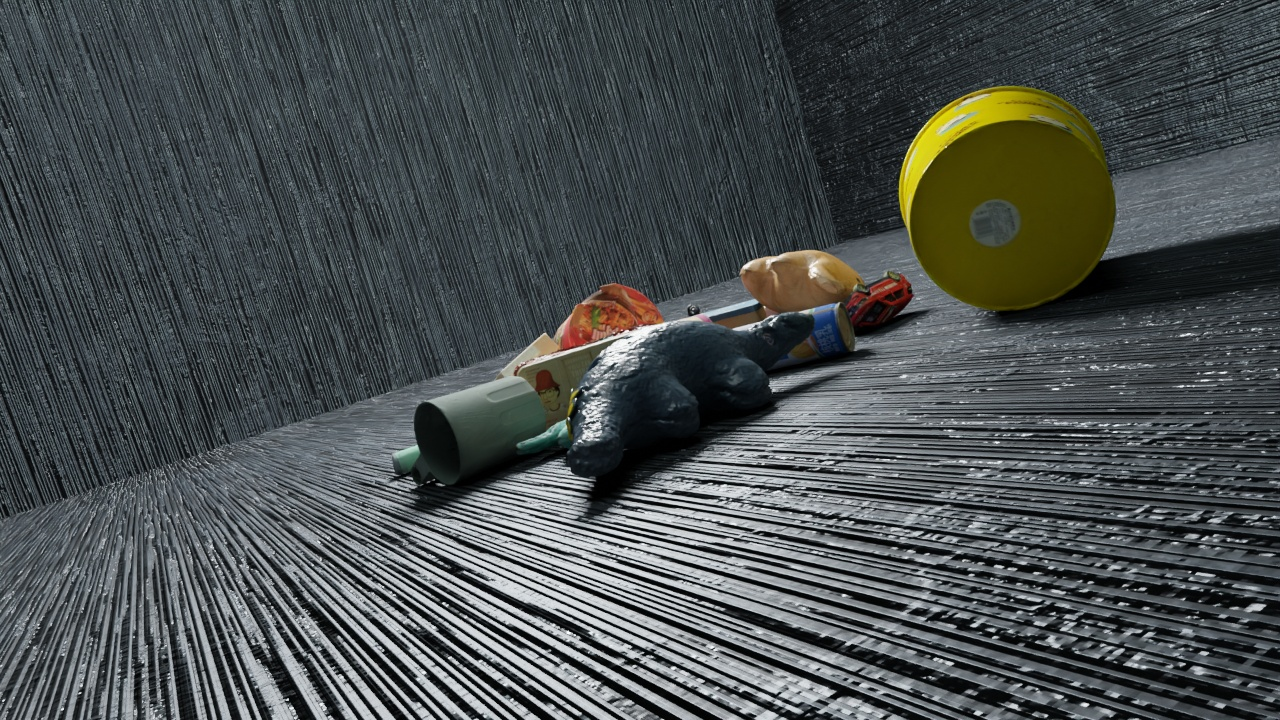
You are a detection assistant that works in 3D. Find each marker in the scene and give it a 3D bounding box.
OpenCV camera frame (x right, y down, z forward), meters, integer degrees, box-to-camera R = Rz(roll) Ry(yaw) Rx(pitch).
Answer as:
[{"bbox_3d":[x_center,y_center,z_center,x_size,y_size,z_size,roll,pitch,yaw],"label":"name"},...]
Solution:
[{"bbox_3d":[0.081,-0.053,1.403,0.018,0.022,0.131,-32,-18,-9],"label":"marker"}]

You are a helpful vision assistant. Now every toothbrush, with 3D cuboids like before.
[{"bbox_3d":[-0.178,0.084,1.066,0.224,0.027,0.026,-19,2,-18],"label":"toothbrush"}]

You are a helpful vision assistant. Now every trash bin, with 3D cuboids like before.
[{"bbox_3d":[0.388,-0.170,0.978,0.230,0.229,0.254,-14,12,23],"label":"trash bin"}]

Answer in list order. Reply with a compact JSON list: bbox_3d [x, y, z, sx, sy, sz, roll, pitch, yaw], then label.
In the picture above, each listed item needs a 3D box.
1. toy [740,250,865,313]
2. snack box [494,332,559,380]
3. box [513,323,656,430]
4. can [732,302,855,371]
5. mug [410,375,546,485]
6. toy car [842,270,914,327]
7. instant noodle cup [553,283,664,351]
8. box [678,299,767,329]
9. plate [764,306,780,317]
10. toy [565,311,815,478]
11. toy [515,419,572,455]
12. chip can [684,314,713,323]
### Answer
[{"bbox_3d":[0.222,-0.097,1.157,0.143,0.082,0.226,9,-1,-17],"label":"toy"},{"bbox_3d":[-0.157,0.033,1.094,0.084,0.026,0.158,-45,-2,-38],"label":"snack box"},{"bbox_3d":[-0.047,0.019,0.989,0.168,0.091,0.077,-18,9,-11],"label":"box"},{"bbox_3d":[0.154,-0.020,0.971,0.135,0.053,0.053,-14,6,27],"label":"can"},{"bbox_3d":[-0.165,0.076,0.913,0.103,0.083,0.124,-20,-18,-39],"label":"mug"},{"bbox_3d":[0.278,-0.069,1.081,0.120,0.045,0.053,-20,-31,-40],"label":"toy car"},{"bbox_3d":[-0.047,-0.018,1.204,0.137,0.138,0.109,-20,-2,-28],"label":"instant noodle cup"},{"bbox_3d":[0.102,-0.040,1.293,0.184,0.059,0.089,-17,6,16],"label":"box"},{"bbox_3d":[0.184,-0.070,1.435,0.192,0.039,0.192,-17,6,2],"label":"plate"},{"bbox_3d":[0.028,0.018,0.799,0.138,0.091,0.355,5,21,41],"label":"toy"},{"bbox_3d":[-0.066,0.071,0.855,0.096,0.030,0.092,-15,1,-21],"label":"toy"},{"bbox_3d":[-0.006,0.006,1.094,0.210,0.071,0.071,-19,6,-24],"label":"chip can"}]
